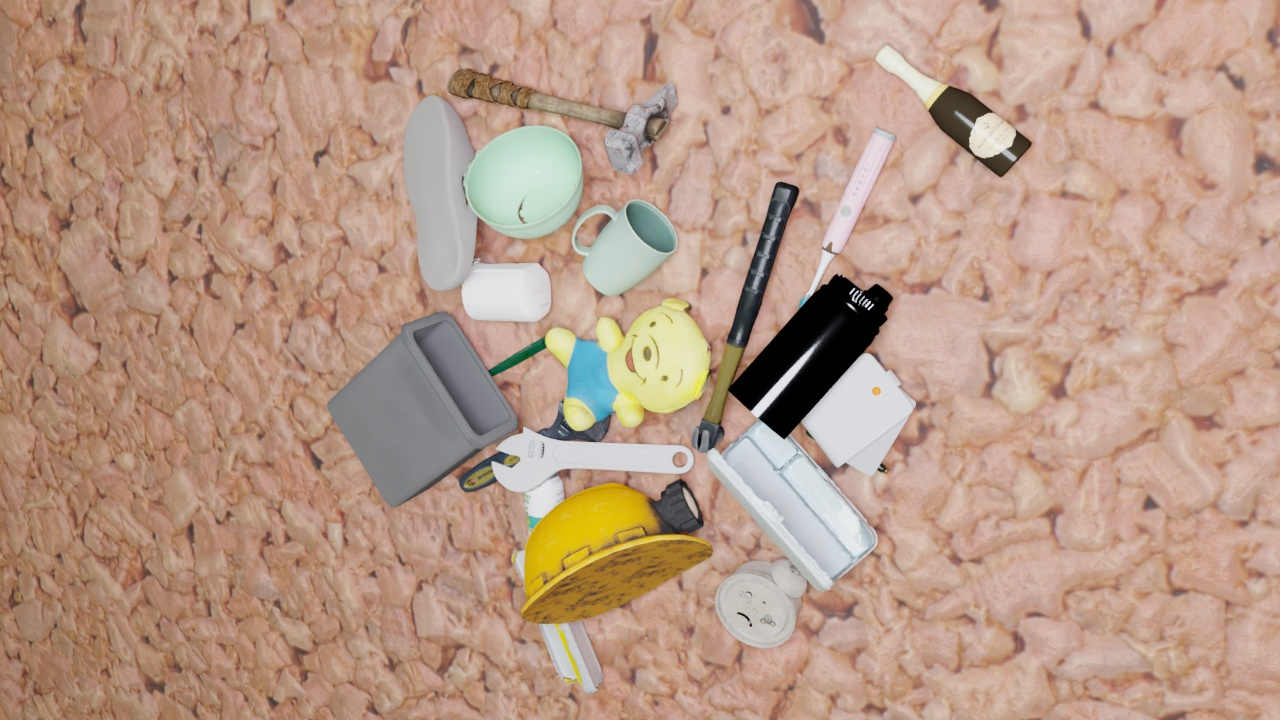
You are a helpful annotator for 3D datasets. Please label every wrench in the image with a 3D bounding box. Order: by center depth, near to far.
[{"bbox_3d":[-0.065,0.136,1.204,0.273,0.018,0.086,2,80,15],"label":"wrench"},{"bbox_3d":[-0.149,0.121,1.269,0.274,0.022,0.073,-30,95,25],"label":"wrench"}]

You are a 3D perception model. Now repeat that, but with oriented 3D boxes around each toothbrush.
[{"bbox_3d":[0.229,-0.154,1.040,0.027,0.026,0.223,32,113,26],"label":"toothbrush"},{"bbox_3d":[-0.198,0.012,1.268,0.190,0.017,0.016,-28,88,26],"label":"toothbrush"}]

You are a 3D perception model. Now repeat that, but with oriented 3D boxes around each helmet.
[{"bbox_3d":[-0.048,0.229,1.176,0.256,0.205,0.131,-27,61,11],"label":"helmet"}]

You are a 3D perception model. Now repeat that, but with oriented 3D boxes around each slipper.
[{"bbox_3d":[-0.243,-0.213,1.196,0.113,0.080,0.265,-29,65,41],"label":"slipper"}]

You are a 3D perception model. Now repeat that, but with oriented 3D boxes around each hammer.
[{"bbox_3d":[0.121,-0.045,1.076,0.025,0.117,0.333,20,104,13],"label":"hammer"},{"bbox_3d":[-0.107,-0.315,1.125,0.319,0.121,0.049,20,154,26],"label":"hammer"}]

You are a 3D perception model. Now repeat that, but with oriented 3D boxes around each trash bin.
[{"bbox_3d":[-0.305,0.072,1.269,0.220,0.097,0.192,-35,87,35],"label":"trash bin"}]

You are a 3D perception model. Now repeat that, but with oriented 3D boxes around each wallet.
[{"bbox_3d":[0.257,0.066,1.058,0.118,0.037,0.115,-40,78,13],"label":"wallet"}]

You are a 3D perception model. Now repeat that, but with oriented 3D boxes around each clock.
[{"bbox_3d":[0.165,0.289,1.150,0.103,0.061,0.157,44,122,7],"label":"clock"}]

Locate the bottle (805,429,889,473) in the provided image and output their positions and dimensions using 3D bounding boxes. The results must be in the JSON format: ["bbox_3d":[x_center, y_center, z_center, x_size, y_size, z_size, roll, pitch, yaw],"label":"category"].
[{"bbox_3d":[0.247,0.104,1.091,0.106,0.025,0.025,31,112,14],"label":"bottle"}]

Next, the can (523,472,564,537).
[{"bbox_3d":[-0.130,0.206,1.261,0.055,0.054,0.101,0,102,23],"label":"can"}]

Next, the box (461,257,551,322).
[{"bbox_3d":[-0.201,-0.097,1.216,0.166,0.083,0.092,0,112,25],"label":"box"}]

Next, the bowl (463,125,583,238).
[{"bbox_3d":[-0.136,-0.210,1.144,0.151,0.077,0.150,-6,63,11],"label":"bowl"}]

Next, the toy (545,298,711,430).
[{"bbox_3d":[-0.007,0.007,1.144,0.214,0.084,0.149,-18,75,24],"label":"toy"}]

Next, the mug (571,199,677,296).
[{"bbox_3d":[-0.029,-0.141,1.116,0.111,0.084,0.104,33,129,-21],"label":"mug"}]

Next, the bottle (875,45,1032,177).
[{"bbox_3d":[0.322,-0.268,0.963,0.184,0.045,0.045,43,114,9],"label":"bottle"}]

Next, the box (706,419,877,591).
[{"bbox_3d":[0.164,0.168,1.060,0.106,0.127,0.215,-48,69,15],"label":"box"}]

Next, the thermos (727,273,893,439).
[{"bbox_3d":[0.196,-0.013,1.032,0.086,0.086,0.198,42,95,10],"label":"thermos"}]

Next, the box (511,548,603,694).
[{"bbox_3d":[-0.113,0.362,1.292,0.117,0.057,0.210,-16,97,63],"label":"box"}]
